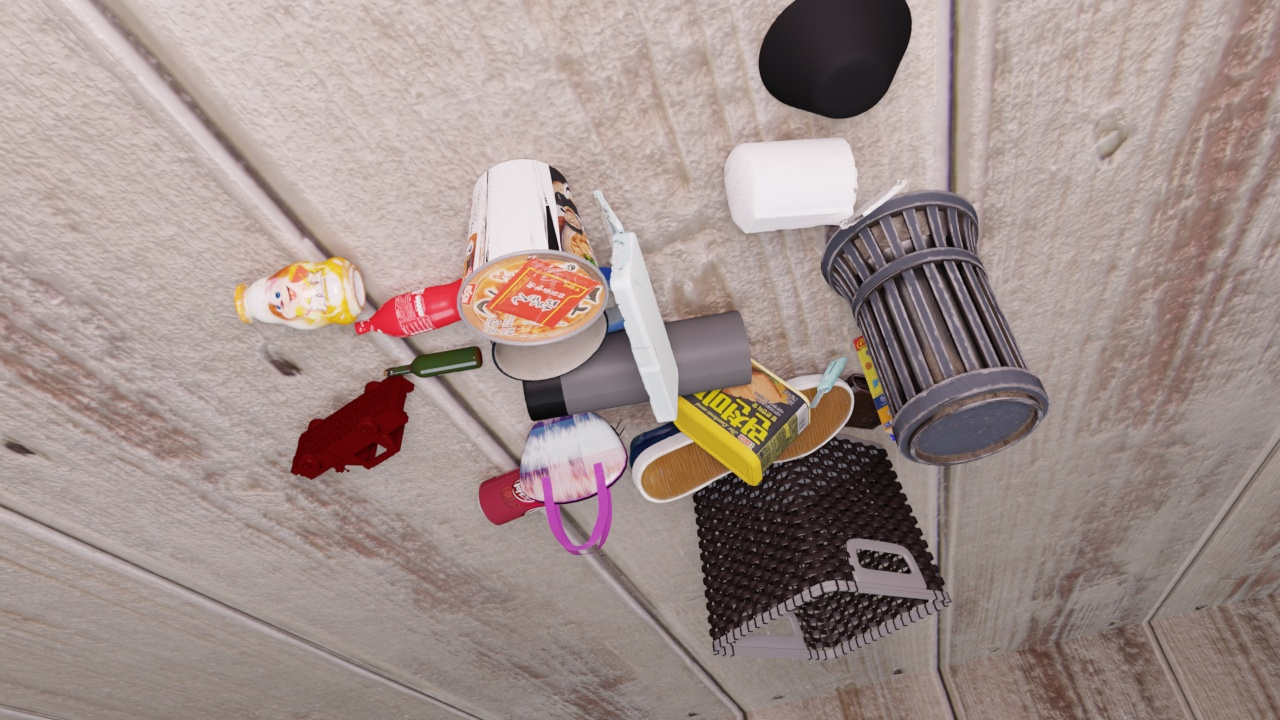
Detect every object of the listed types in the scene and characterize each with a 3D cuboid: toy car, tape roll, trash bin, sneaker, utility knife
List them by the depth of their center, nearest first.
[{"bbox_3d":[0.288,-0.026,0.899,0.164,0.227,0.164,-7,147,-5],"label":"trash bin"},{"bbox_3d":[-0.043,-0.061,0.946,0.093,0.016,0.091,-12,147,2],"label":"tape roll"},{"bbox_3d":[-0.316,0.081,1.033,0.170,0.070,0.062,-30,130,26],"label":"toy car"},{"bbox_3d":[0.215,0.028,1.058,0.022,0.015,0.168,-21,-170,27],"label":"utility knife"},{"bbox_3d":[0.120,0.081,1.160,0.294,0.127,0.121,-20,120,-5],"label":"sneaker"}]

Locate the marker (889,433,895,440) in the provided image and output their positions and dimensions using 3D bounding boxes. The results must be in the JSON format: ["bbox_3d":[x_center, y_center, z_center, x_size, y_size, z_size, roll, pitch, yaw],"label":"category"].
[{"bbox_3d":[0.419,0.081,1.283,0.142,0.020,0.020,-23,145,18],"label":"marker"}]

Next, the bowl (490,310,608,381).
[{"bbox_3d":[-0.095,-0.040,0.883,0.115,0.059,0.116,-17,143,-13],"label":"bowl"}]

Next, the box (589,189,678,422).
[{"bbox_3d":[0.000,-0.048,0.847,0.043,0.135,0.197,-15,138,3],"label":"box"}]

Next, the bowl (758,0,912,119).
[{"bbox_3d":[0.159,-0.228,0.719,0.124,0.052,0.124,-7,147,-5],"label":"bowl"}]

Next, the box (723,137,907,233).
[{"bbox_3d":[0.158,-0.151,0.806,0.161,0.091,0.081,-8,166,-8],"label":"box"}]

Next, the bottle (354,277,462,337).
[{"bbox_3d":[-0.211,-0.049,0.895,0.141,0.041,0.042,-15,147,6],"label":"bottle"}]

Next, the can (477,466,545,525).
[{"bbox_3d":[-0.157,0.174,1.223,0.114,0.063,0.063,-24,145,19],"label":"can"}]

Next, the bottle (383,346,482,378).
[{"bbox_3d":[-0.223,0.005,0.987,0.106,0.025,0.025,-10,147,-1],"label":"bottle"}]

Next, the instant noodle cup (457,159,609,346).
[{"bbox_3d":[-0.096,-0.097,0.781,0.123,0.121,0.124,-7,147,-5],"label":"instant noodle cup"}]

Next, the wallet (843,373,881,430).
[{"bbox_3d":[0.293,0.060,1.211,0.119,0.031,0.100,10,145,-30],"label":"wallet"}]

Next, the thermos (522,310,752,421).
[{"bbox_3d":[-0.006,0.006,0.997,0.240,0.082,0.082,-10,147,-1],"label":"thermos"}]

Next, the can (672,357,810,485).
[{"bbox_3d":[0.114,0.059,1.043,0.101,0.131,0.073,-44,151,-17],"label":"can"}]

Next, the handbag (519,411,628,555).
[{"bbox_3d":[-0.077,0.154,1.118,0.145,0.169,0.068,-16,146,7],"label":"handbag"}]

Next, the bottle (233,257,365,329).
[{"bbox_3d":[-0.310,-0.058,0.836,0.109,0.063,0.063,-8,147,-3],"label":"bottle"}]

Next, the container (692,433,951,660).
[{"bbox_3d":[0.237,0.261,1.299,0.247,0.243,0.246,14,139,-32],"label":"container"}]

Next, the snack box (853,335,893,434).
[{"bbox_3d":[0.308,0.012,1.053,0.040,0.125,0.088,20,136,-38],"label":"snack box"}]
